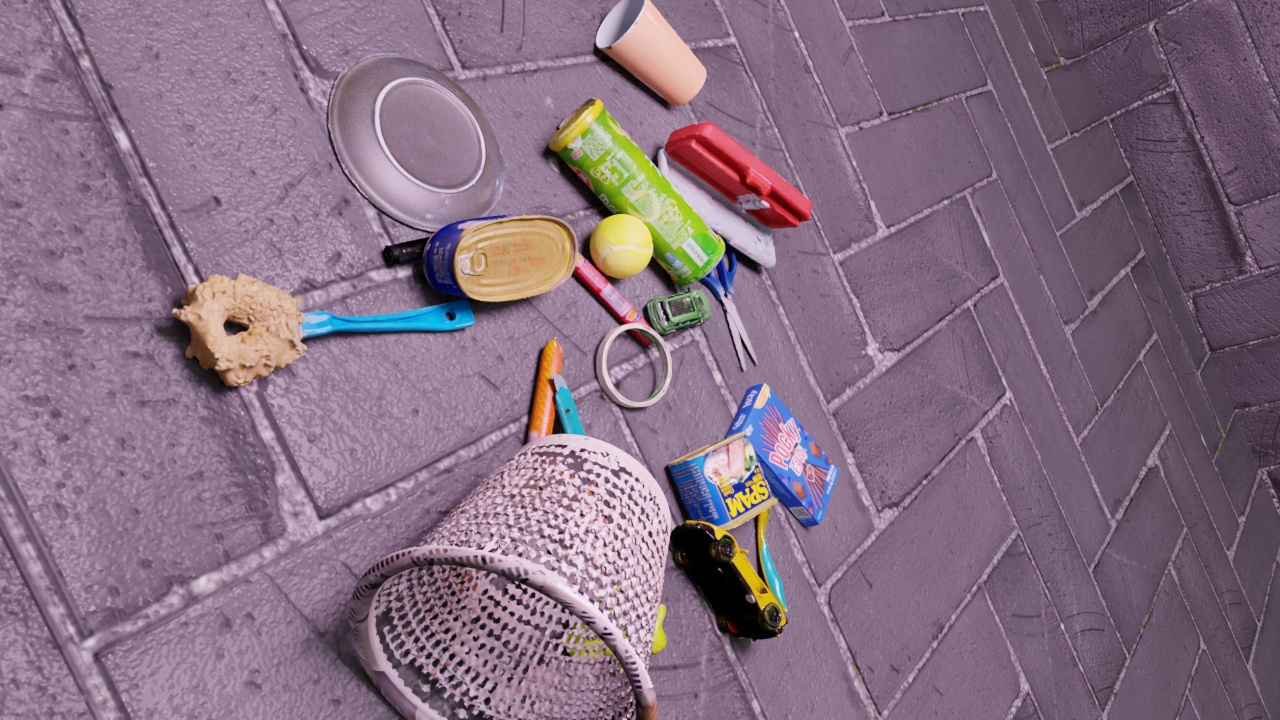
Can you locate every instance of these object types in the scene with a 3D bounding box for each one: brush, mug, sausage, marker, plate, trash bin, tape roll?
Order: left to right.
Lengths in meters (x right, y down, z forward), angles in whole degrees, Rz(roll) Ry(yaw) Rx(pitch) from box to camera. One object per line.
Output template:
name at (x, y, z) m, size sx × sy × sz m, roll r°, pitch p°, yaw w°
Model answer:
brush at (-0.237, -0.030, 0.728) m, size 0.254 × 0.046 × 0.083 m, roll -8°, pitch 75°, yaw -49°
plate at (-0.196, -0.203, 0.841) m, size 0.179 × 0.024 × 0.179 m, roll 18°, pitch 62°, yaw -39°
marker at (-0.171, -0.106, 0.828) m, size 0.131 × 0.022 × 0.020 m, roll -21°, pitch 124°, yaw -46°
sausage at (-0.090, 0.050, 0.843) m, size 0.021 × 0.022 × 0.164 m, roll 26°, pitch 58°, yaw -34°
trash bin at (-0.072, 0.167, 0.697) m, size 0.227 × 0.228 × 0.191 m, roll 52°, pitch 34°, yaw -16°
sausage at (-0.033, -0.067, 0.945) m, size 0.156 × 0.020 × 0.020 m, roll 46°, pitch 48°, yaw -21°
tape roll at (-0.006, 0.005, 0.934) m, size 0.085 × 0.014 × 0.085 m, roll 5°, pitch 81°, yaw -34°
mug at (0.017, -0.357, 1.072) m, size 0.122 × 0.078 × 0.078 m, roll 35°, pitch 53°, yaw -35°

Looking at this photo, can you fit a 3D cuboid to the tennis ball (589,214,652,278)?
tennis ball at (-0.020, -0.117, 0.945) m, size 0.065 × 0.066 × 0.065 m, roll 18°, pitch 62°, yaw -38°

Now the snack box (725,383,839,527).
snack box at (0.167, 0.110, 1.061) m, size 0.157 × 0.026 × 0.084 m, roll 48°, pitch 48°, yaw -19°

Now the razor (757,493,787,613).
razor at (0.143, 0.207, 0.998) m, size 0.043 × 0.028 × 0.132 m, roll 46°, pitch 36°, yaw -65°

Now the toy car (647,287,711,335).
toy car at (0.046, -0.055, 1.006) m, size 0.091 × 0.036 × 0.043 m, roll -18°, pitch 85°, yaw -50°

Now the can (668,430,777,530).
can at (0.085, 0.128, 0.955) m, size 0.101 × 0.057 × 0.083 m, roll -19°, pitch 85°, yaw -46°

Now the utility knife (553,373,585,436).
utility knife at (-0.054, 0.089, 0.853) m, size 0.029 × 0.013 × 0.164 m, roll -28°, pitch 103°, yaw -60°

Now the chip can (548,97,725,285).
chip can at (0.001, -0.175, 0.982) m, size 0.221 × 0.073 × 0.072 m, roll 46°, pitch 48°, yaw -21°

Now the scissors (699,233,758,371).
scissors at (0.107, -0.075, 1.089) m, size 0.171 × 0.012 × 0.140 m, roll 48°, pitch 48°, yaw -21°

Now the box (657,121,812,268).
box at (0.104, -0.185, 1.085) m, size 0.201 × 0.095 × 0.098 m, roll 28°, pitch 73°, yaw -35°

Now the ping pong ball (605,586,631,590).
ping pong ball at (-0.021, 0.193, 0.839) m, size 0.040 × 0.040 × 0.040 m, roll 18°, pitch 62°, yaw -38°

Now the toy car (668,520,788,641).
toy car at (0.088, 0.217, 0.911) m, size 0.156 × 0.071 × 0.041 m, roll 55°, pitch 47°, yaw -11°

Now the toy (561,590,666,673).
toy at (-0.020, 0.240, 0.819) m, size 0.096 × 0.031 × 0.100 m, roll -37°, pitch 119°, yaw -20°

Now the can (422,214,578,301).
can at (-0.124, -0.095, 0.830) m, size 0.147 × 0.049 × 0.075 m, roll -18°, pitch 112°, yaw -48°
